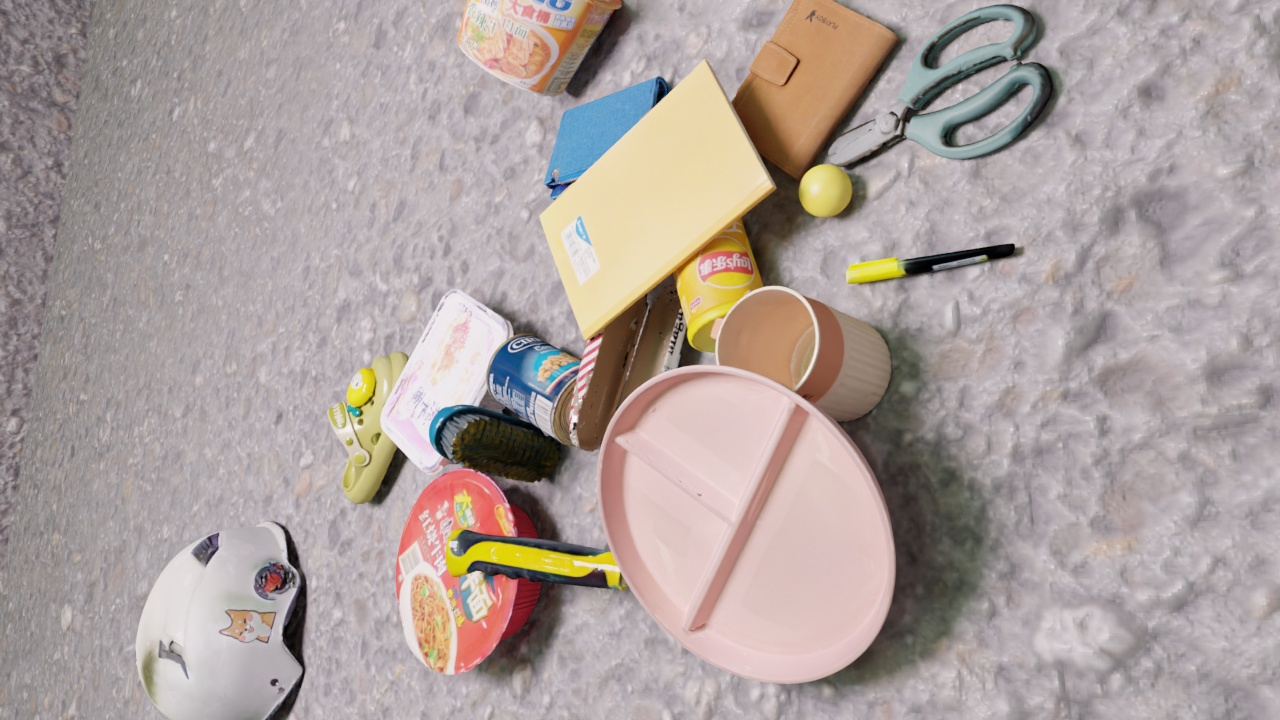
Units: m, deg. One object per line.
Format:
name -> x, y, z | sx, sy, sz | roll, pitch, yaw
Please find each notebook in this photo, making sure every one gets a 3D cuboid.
notebook -> 0.004, -0.130, 0.756 | 0.207, 0.010, 0.145 | -38, 57, 27

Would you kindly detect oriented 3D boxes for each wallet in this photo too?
wallet -> 0.132, -0.226, 0.747 | 0.132, 0.031, 0.108 | -55, 51, 17
wallet -> -0.033, -0.212, 0.894 | 0.133, 0.040, 0.106 | -6, 68, 43

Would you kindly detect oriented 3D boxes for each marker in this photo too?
marker -> 0.202, -0.070, 0.650 | 0.124, 0.018, 0.015 | -7, 80, 42

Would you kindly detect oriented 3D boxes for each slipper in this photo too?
slipper -> -0.320, 0.077, 1.059 | 0.091, 0.081, 0.191 | 43, 114, 56

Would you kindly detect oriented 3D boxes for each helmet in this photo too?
helmet -> -0.552, 0.339, 1.171 | 0.231, 0.156, 0.273 | -28, 62, 36

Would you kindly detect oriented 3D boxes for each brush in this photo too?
brush -> -0.141, 0.073, 0.853 | 0.073, 0.143, 0.055 | 29, 93, 38

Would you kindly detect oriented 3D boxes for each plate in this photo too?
plate -> 0.067, 0.111, 0.627 | 0.230, 0.028, 0.230 | 13, 112, 34

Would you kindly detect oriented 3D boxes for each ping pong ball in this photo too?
ping pong ball -> 0.142, -0.130, 0.706 | 0.040, 0.040, 0.040 | -12, 72, 41

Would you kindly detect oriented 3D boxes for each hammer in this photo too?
hammer -> -0.026, 0.169, 0.751 | 0.324, 0.032, 0.126 | 1, 78, 29

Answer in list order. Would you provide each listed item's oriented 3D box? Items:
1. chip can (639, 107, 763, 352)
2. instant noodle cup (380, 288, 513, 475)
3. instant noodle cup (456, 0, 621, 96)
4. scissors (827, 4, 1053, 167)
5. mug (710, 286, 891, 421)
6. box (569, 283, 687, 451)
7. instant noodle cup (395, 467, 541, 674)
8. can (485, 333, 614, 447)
chip can -> 0.050, -0.114, 0.768 | 0.072, 0.072, 0.213 | -33, 59, 34
instant noodle cup -> -0.186, 0.025, 0.955 | 0.138, 0.060, 0.173 | 32, 96, 45
instant noodle cup -> -0.110, -0.348, 0.932 | 0.112, 0.151, 0.151 | -58, 48, 27
scissors -> 0.209, -0.205, 0.676 | 0.186, 0.019, 0.129 | 1, 81, 42
mug -> 0.108, -0.005, 0.662 | 0.115, 0.105, 0.081 | 21, 94, 44
box -> 0.000, 0.006, 0.788 | 0.088, 0.076, 0.162 | 9, 75, 22
instant noodle cup -> -0.161, 0.204, 0.896 | 0.194, 0.065, 0.193 | -12, 72, 40
can -> -0.083, 0.027, 0.858 | 0.111, 0.075, 0.075 | 27, 99, 43
